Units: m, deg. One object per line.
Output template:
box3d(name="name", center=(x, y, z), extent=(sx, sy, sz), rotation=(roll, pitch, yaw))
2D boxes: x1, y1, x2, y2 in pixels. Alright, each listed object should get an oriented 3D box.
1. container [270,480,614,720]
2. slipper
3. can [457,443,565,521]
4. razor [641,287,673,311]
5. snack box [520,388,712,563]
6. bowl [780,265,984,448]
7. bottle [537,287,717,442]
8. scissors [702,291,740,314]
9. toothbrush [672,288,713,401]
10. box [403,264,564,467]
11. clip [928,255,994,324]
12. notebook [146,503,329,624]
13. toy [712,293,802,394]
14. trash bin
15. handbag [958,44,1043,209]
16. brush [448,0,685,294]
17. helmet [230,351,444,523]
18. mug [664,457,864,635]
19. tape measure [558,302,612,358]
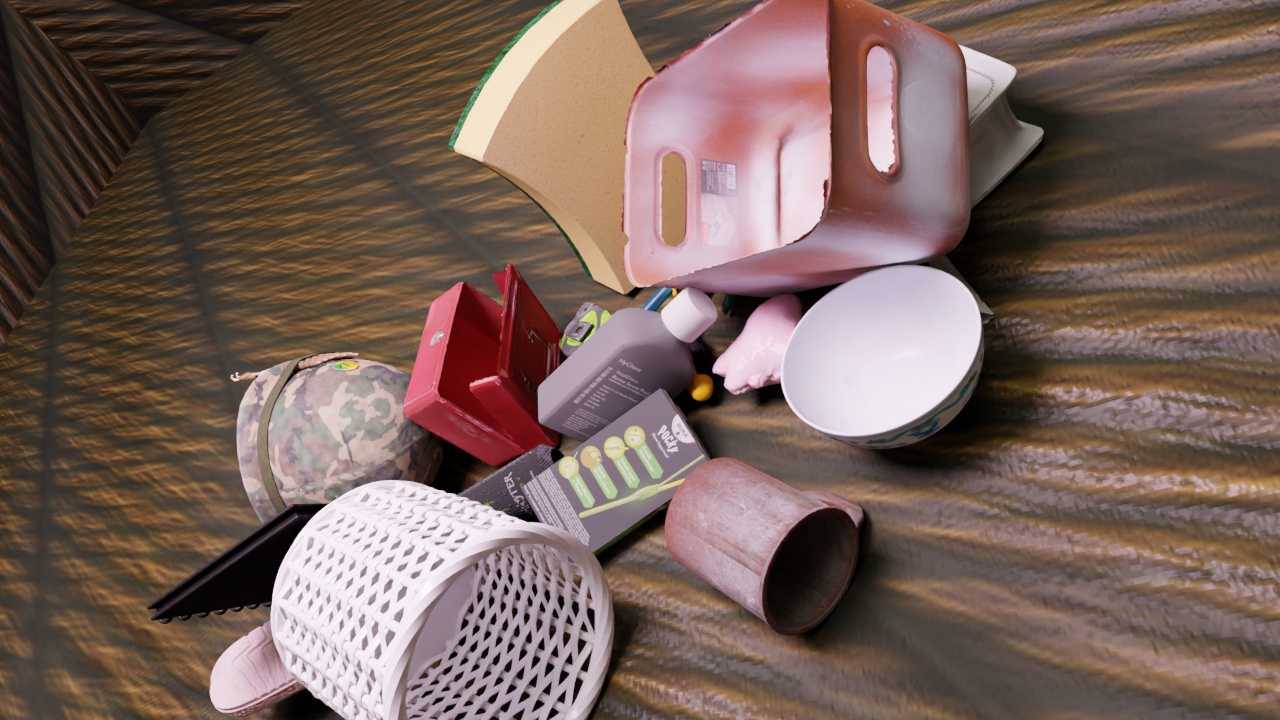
box3d(name="container", center=(-0.150, 0.197, 0.690), extent=(0.187, 0.189, 0.189), rotation=(8, 61, 45))
box3d(name="slipper", center=(-0.275, 0.256, 0.846), extent=(0.239, 0.064, 0.094), rotation=(-30, 43, -3))
box3d(name="can", center=(-0.126, 0.128, 0.837), extent=(0.138, 0.054, 0.054), rotation=(-32, 40, 14))
box3d(name="razor", center=(-0.019, -0.017, 0.888), extent=(0.144, 0.022, 0.042), rotation=(-51, 39, 5))
box3d(name="snack box", center=(-0.018, 0.099, 0.762), extent=(0.148, 0.025, 0.080), rotation=(-36, 73, 10))
box3d(name="bowl", center=(0.182, 0.011, 0.659), extent=(0.144, 0.074, 0.143), rotation=(-23, 43, 24))
box3d(name="bottle", center=(-0.005, 0.005, 0.782), extent=(0.174, 0.083, 0.046), rotation=(-43, 35, 30))
box3d(name="scissors", center=(0.095, -0.102, 0.881), extent=(0.151, 0.019, 0.130), rotation=(-29, 42, 19))
box3d(name="toothbrush", center=(0.041, -0.029, 0.857), extent=(0.031, 0.031, 0.196), rotation=(-36, 35, 18))
box3d(name="box", center=(-0.148, 0.011, 0.905), extent=(0.117, 0.136, 0.157), rotation=(-20, 43, 20))
box3d(name="clip", center=(0.227, -0.058, 0.719), extent=(0.054, 0.040, 0.101), rotation=(-24, 41, 5))
box3d(name="notebook", center=(-0.293, 0.176, 0.823), extent=(0.169, 0.231, 0.019), rotation=(-34, 73, 12))
box3d(name="toy", center=(0.106, -0.007, 0.757), extent=(0.096, 0.053, 0.099), rotation=(-33, 42, 2))
box3d(name="trash bin", center=(0.116, -0.152, 0.721), extent=(0.260, 0.157, 0.181), rotation=(-11, 77, 60))
box3d(name="handbag", center=(0.224, -0.207, 0.802), extent=(0.142, 0.096, 0.198), rotation=(-44, 41, 2))
box3d(name="brush", center=(-0.040, -0.211, 0.910), extent=(0.195, 0.250, 0.075), rotation=(-53, 40, -5))
box3d(name="helmet", center=(-0.311, 0.088, 0.924), extent=(0.236, 0.193, 0.224), rotation=(-14, 16, 11))
box3d(name="mug", center=(0.094, 0.119, 0.642), extent=(0.122, 0.096, 0.110), rotation=(-21, 32, -31))
box3d(name="tape measure", center=(-0.052, -0.026, 0.926), extent=(0.059, 0.036, 0.065), rotation=(17, 68, 47))
